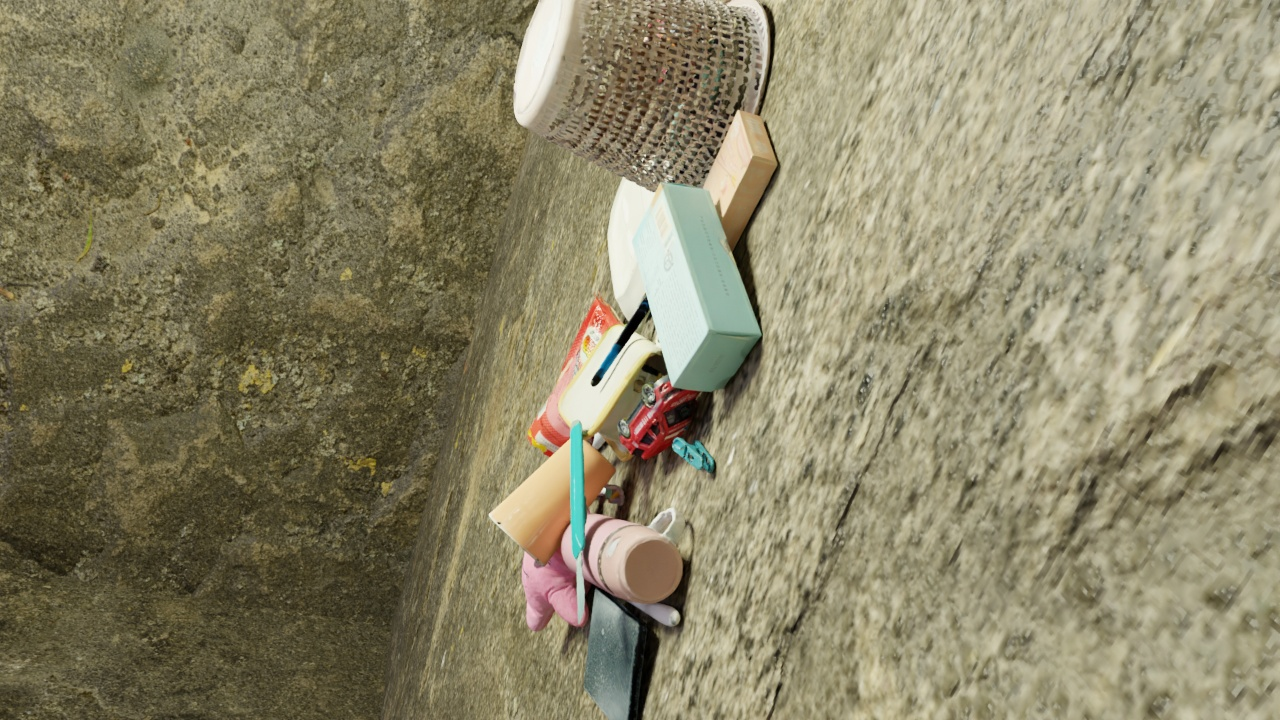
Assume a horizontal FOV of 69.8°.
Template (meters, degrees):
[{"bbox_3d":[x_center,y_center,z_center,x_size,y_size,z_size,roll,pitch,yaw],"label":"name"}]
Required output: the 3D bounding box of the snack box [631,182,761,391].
[{"bbox_3d":[0.043,-0.065,0.778,0.074,0.051,0.174,120,145,-46],"label":"snack box"}]

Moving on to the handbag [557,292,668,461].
[{"bbox_3d":[-0.006,0.006,0.956,0.179,0.063,0.163,-59,20,1],"label":"handbag"}]

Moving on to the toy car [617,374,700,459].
[{"bbox_3d":[0.020,0.049,0.825,0.045,0.052,0.121,54,148,18],"label":"toy car"}]

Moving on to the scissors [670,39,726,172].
[{"bbox_3d":[0.060,-0.255,1.002,0.170,0.019,0.177,133,145,-58],"label":"scissors"}]

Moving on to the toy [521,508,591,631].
[{"bbox_3d":[-0.084,0.197,1.015,0.179,0.074,0.194,-33,52,52],"label":"toy"}]

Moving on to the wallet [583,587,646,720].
[{"bbox_3d":[-0.024,0.268,0.828,0.121,0.019,0.097,-173,89,-69],"label":"wallet"}]

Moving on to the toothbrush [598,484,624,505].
[{"bbox_3d":[-0.051,0.151,1.050,0.021,0.029,0.189,-37,4,-17],"label":"toothbrush"}]

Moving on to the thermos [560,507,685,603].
[{"bbox_3d":[-0.015,0.169,0.832,0.087,0.067,0.199,-57,10,-16],"label":"thermos"}]

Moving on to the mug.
[{"bbox_3d":[-0.086,0.140,0.944,0.122,0.078,0.078,-47,12,-10],"label":"mug"}]

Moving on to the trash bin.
[{"bbox_3d":[-0.012,-0.276,0.902,0.228,0.192,0.227,-42,41,53],"label":"trash bin"}]

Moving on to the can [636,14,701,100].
[{"bbox_3d":[0.034,-0.361,1.087,0.066,0.066,0.094,-146,70,-73],"label":"can"}]

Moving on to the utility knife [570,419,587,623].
[{"bbox_3d":[-0.056,0.138,0.835,0.029,0.013,0.208,123,152,-46],"label":"utility knife"}]

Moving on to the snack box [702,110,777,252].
[{"bbox_3d":[0.074,-0.138,0.836,0.084,0.026,0.158,-95,24,-47],"label":"snack box"}]

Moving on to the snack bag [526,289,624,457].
[{"bbox_3d":[-0.071,0.029,1.136,0.208,0.073,0.128,-61,36,31],"label":"snack bag"}]

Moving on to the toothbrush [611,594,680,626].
[{"bbox_3d":[0.000,0.218,0.817,0.180,0.016,0.016,157,122,-71],"label":"toothbrush"}]

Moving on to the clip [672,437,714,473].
[{"bbox_3d":[0.047,0.079,0.767,0.057,0.048,0.014,-133,59,-67],"label":"clip"}]

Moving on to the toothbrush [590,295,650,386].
[{"bbox_3d":[0.004,-0.052,0.926,0.189,0.014,0.016,-57,28,-7],"label":"toothbrush"}]

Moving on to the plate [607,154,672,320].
[{"bbox_3d":[-0.004,-0.156,1.107,0.265,0.034,0.162,-97,26,-52],"label":"plate"}]

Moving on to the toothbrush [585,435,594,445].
[{"bbox_3d":[-0.072,0.120,1.088,0.188,0.017,0.016,110,155,-64],"label":"toothbrush"}]

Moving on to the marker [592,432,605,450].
[{"bbox_3d":[-0.046,0.086,1.084,0.131,0.018,0.022,126,162,-55],"label":"marker"}]
